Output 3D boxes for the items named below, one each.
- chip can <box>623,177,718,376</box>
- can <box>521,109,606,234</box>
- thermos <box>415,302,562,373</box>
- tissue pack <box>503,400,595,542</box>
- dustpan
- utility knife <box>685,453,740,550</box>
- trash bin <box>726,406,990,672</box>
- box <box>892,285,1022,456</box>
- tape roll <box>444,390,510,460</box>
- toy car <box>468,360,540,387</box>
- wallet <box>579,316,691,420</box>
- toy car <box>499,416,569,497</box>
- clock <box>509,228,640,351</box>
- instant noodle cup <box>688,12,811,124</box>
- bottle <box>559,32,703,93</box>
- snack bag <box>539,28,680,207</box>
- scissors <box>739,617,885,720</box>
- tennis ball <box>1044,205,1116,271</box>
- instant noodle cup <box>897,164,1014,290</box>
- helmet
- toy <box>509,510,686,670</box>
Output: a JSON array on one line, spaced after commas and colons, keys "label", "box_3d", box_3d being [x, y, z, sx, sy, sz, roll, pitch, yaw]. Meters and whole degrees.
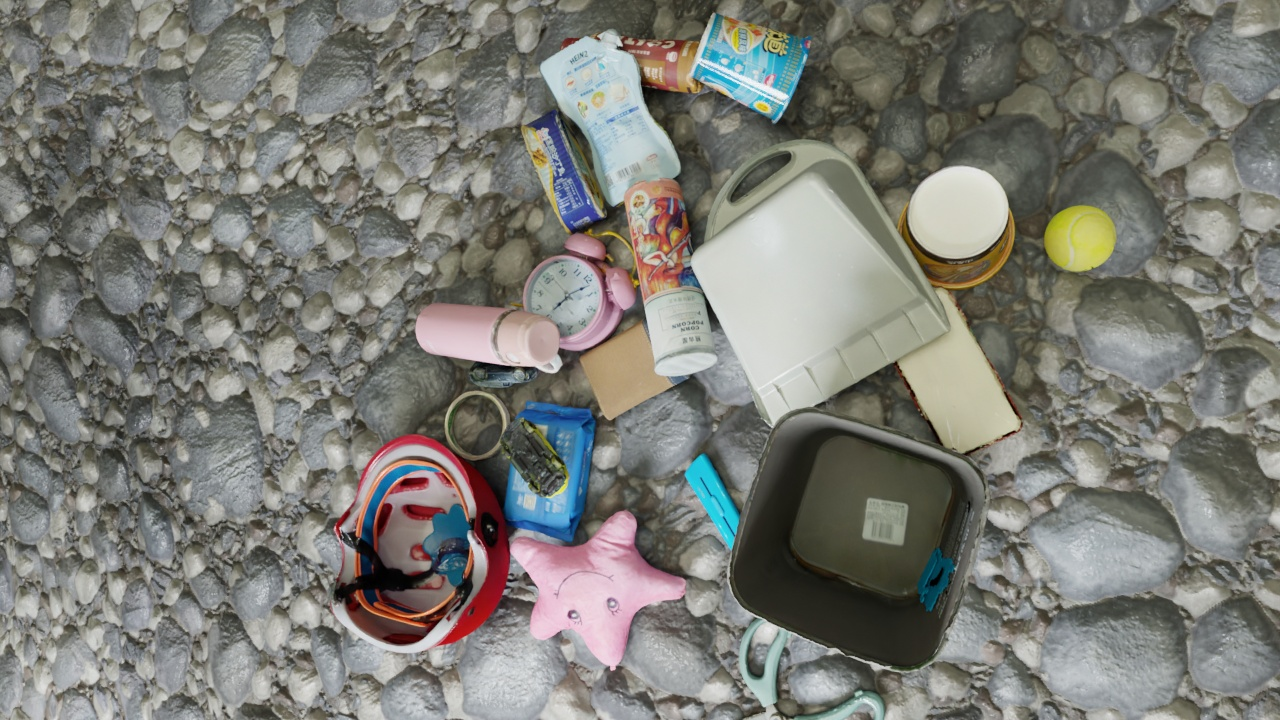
[{"label": "chip can", "box_3d": [0.032, -0.095, 1.028, 0.071, 0.071, 0.214, -16, 71, 17]}, {"label": "can", "box_3d": [-0.090, -0.225, 1.094, 0.049, 0.074, 0.148, -25, 79, 11]}, {"label": "thermos", "box_3d": [-0.175, -0.025, 1.082, 0.199, 0.087, 0.067, 7, 57, 40]}, {"label": "tissue pack", "box_3d": [-0.106, 0.129, 1.083, 0.095, 0.052, 0.157, 7, 88, 21]}, {"label": "dustpan", "box_3d": [0.174, -0.104, 0.987, 0.223, 0.142, 0.258, -33, 93, 28]}, {"label": "utility knife", "box_3d": [0.104, 0.188, 1.027, 0.034, 0.018, 0.178, -33, 78, 13]}, {"label": "trash bin", "box_3d": [0.217, 0.161, 0.886, 0.199, 0.219, 0.199, 18, 91, 19]}, {"label": "box", "box_3d": [0.316, 0.012, 0.938, 0.091, 0.077, 0.168, -29, 78, 15]}, {"label": "tape roll", "box_3d": [-0.203, 0.080, 1.139, 0.086, 0.014, 0.085, -1, 86, 18]}, {"label": "toy car", "box_3d": [-0.164, 0.013, 1.118, 0.091, 0.042, 0.034, -3, 119, 19]}, {"label": "wallet", "box_3d": [-0.006, 0.006, 1.071, 0.115, 0.033, 0.090, -30, 75, 15]}, {"label": "toy car", "box_3d": [-0.119, 0.110, 1.044, 0.048, 0.032, 0.105, -49, 61, 10]}, {"label": "clock", "box_3d": [-0.069, -0.084, 1.082, 0.159, 0.059, 0.117, -43, 75, 10]}, {"label": "instant noodle cup", "box_3d": [0.115, -0.326, 1.000, 0.110, 0.099, 0.099, 20, 93, -5]}, {"label": "bottle", "box_3d": [-0.010, -0.354, 1.084, 0.175, 0.057, 0.057, 12, 90, 19]}, {"label": "snack bag", "box_3d": [-0.034, -0.282, 1.067, 0.111, 0.038, 0.191, -21, 98, 34]}, {"label": "scissors", "box_3d": [0.167, 0.351, 0.994, 0.170, 0.019, 0.179, -20, 81, 17]}, {"label": "tennis ball", "box_3d": [0.437, -0.121, 0.913, 0.065, 0.065, 0.065, -1, 85, 18]}, {"label": "instant noodle cup", "box_3d": [0.319, -0.138, 0.929, 0.119, 0.114, 0.118, -2, 85, 18]}, {"label": "helmet", "box_3d": [-0.241, 0.217, 1.077, 0.207, 0.144, 0.239, -5, 73, 24]}, {"label": "toy", "box_3d": [-0.043, 0.265, 1.041, 0.195, 0.074, 0.178, -15, 96, 12]}]
